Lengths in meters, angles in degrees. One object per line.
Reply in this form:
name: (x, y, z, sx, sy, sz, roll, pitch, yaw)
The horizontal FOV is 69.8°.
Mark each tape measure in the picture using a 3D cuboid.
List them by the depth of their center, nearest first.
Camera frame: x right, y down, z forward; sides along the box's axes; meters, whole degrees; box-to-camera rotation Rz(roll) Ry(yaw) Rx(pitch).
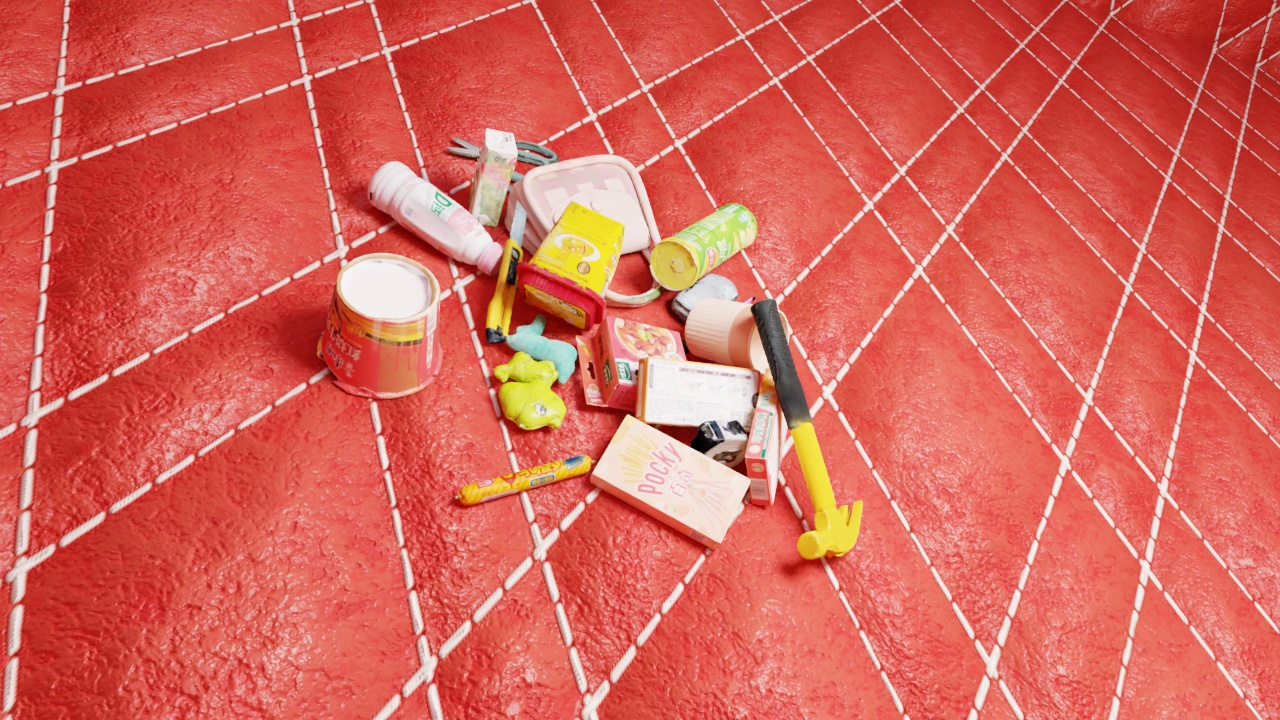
tape measure: (0.091, 0.098, 1.049, 0.066, 0.066, 0.033, -6, 49, -24)

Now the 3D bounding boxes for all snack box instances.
snack box: (0.033, 0.132, 1.004, 0.157, 0.026, 0.084, 28, 61, 6)
snack box: (0.069, 0.041, 1.067, 0.153, 0.026, 0.075, 7, 82, -25)
snack box: (0.151, 0.086, 1.075, 0.027, 0.077, 0.155, 1, 40, 18)
snack box: (-0.007, 0.006, 1.105, 0.127, 0.044, 0.113, 11, 44, -25)

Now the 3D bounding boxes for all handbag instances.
handbag: (-0.055, -0.165, 1.254, 0.192, 0.094, 0.234, -19, 67, -35)

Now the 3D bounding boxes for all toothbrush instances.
toothbrush: (0.103, -0.051, 1.241, 0.018, 0.014, 0.188, 31, 43, 23)

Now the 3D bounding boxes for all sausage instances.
sausage: (-0.119, 0.126, 0.969, 0.164, 0.022, 0.021, -12, 53, -31)

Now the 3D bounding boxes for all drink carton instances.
drink carton: (-0.198, -0.244, 1.232, 0.045, 0.123, 0.053, 5, 44, -20)

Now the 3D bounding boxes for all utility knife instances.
utility knife: (-0.164, -0.113, 1.146, 0.033, 0.015, 0.215, 32, 52, -38)

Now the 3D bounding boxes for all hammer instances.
hammer: (0.182, 0.074, 1.042, 0.128, 0.033, 0.300, 2, 69, -53)

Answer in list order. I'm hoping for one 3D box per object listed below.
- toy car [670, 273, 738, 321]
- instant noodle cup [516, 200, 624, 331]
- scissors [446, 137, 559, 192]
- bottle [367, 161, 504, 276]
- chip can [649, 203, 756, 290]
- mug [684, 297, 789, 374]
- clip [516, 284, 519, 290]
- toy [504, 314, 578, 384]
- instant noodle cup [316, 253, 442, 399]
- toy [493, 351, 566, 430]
toy car: (0.090, -0.086, 1.256, 0.054, 0.037, 0.120, 37, 42, 17)
instant noodle cup: (-0.079, -0.118, 1.135, 0.116, 0.116, 0.123, 25, 76, 3)
scissors: (-0.200, -0.283, 1.346, 0.176, 0.019, 0.170, 4, 47, -21)
bottle: (-0.260, -0.179, 1.186, 0.197, 0.068, 0.068, 36, 45, 9)
chip can: (0.093, -0.163, 1.281, 0.072, 0.073, 0.220, 35, 35, 13)
mug: (0.127, -0.025, 1.161, 0.106, 0.114, 0.081, 16, 69, 41)
clip: (-0.150, -0.111, 1.198, 0.047, 0.014, 0.056, 38, 44, 19)
toy: (-0.117, -0.018, 1.108, 0.092, 0.030, 0.096, 24, 40, -3)
instant noodle cup: (-0.280, -0.044, 1.009, 0.138, 0.109, 0.137, 12, 44, -12)
toy: (-0.127, 0.037, 1.044, 0.097, 0.031, 0.099, 19, 51, 2)
